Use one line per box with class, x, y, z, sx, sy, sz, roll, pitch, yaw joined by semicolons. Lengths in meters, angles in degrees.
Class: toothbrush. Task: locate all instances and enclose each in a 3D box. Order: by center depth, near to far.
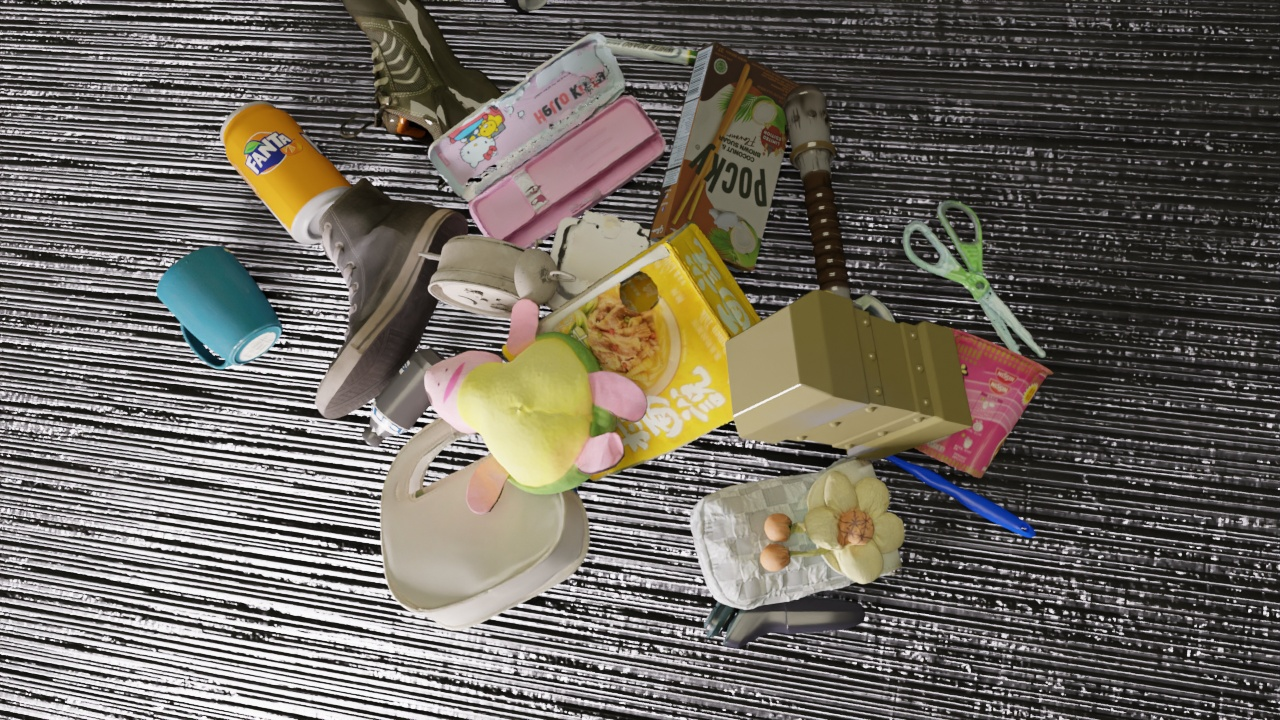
toothbrush;0.270;0.109;0.826;0.182;0.018;0.016;29;64;12

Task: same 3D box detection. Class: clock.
clock;-0.122;-0.080;0.842;0.157;0.103;0.061;2;75;35

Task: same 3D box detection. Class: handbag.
handbag;0.133;0.150;0.789;0.171;0.123;0.112;-13;82;-3
handbag;-0.154;0.140;0.872;0.201;0.093;0.199;-25;59;6

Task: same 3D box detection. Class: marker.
marker;0.013;-0.309;0.923;0.146;0.017;0.017;12;85;11

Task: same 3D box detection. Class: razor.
razor;0.129;0.232;0.825;0.143;0.047;0.052;-2;72;6

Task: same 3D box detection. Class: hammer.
hammer;0.160;-0.093;0.778;0.101;0.190;0.324;-32;55;48

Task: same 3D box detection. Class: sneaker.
sneaker;-0.277;-0.062;0.906;0.120;0.095;0.234;25;90;14
sneaker;-0.240;-0.267;0.921;0.143;0.101;0.238;-42;84;-4

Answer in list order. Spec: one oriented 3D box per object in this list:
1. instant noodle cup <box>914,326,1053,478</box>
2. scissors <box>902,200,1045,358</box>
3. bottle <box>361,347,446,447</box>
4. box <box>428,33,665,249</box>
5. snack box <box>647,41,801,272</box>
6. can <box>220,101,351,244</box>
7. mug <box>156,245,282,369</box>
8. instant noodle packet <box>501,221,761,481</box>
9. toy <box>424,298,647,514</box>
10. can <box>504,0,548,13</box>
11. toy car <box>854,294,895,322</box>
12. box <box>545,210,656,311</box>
instant noodle cup;0.287;0.039;0.798;0.098;0.097;0.108;25;95;12
scissors;0.318;-0.071;0.842;0.078;0.033;0.175;-37;83;2
bottle;-0.233;0.038;0.908;0.047;0.047;0.112;41;92;12
box;-0.089;-0.206;0.895;0.201;0.073;0.150;-34;109;0
snack box;0.080;-0.187;0.860;0.101;0.032;0.186;17;85;-26
can;-0.360;-0.193;0.942;0.079;0.079;0.142;-43;78;2
mug;-0.431;-0.042;0.943;0.104;0.084;0.112;46;120;6
instant noodle packet;-0.005;0.005;0.828;0.222;0.084;0.163;-31;101;26
toy;-0.099;0.043;0.805;0.239;0.087;0.190;8;88;35
can;-0.147;-0.416;0.939;0.127;0.064;0.064;41;91;12
toy car;0.187;-0.015;0.849;0.105;0.033;0.048;-41;80;4
box;-0.033;-0.087;0.875;0.107;0.076;0.102;11;86;9
